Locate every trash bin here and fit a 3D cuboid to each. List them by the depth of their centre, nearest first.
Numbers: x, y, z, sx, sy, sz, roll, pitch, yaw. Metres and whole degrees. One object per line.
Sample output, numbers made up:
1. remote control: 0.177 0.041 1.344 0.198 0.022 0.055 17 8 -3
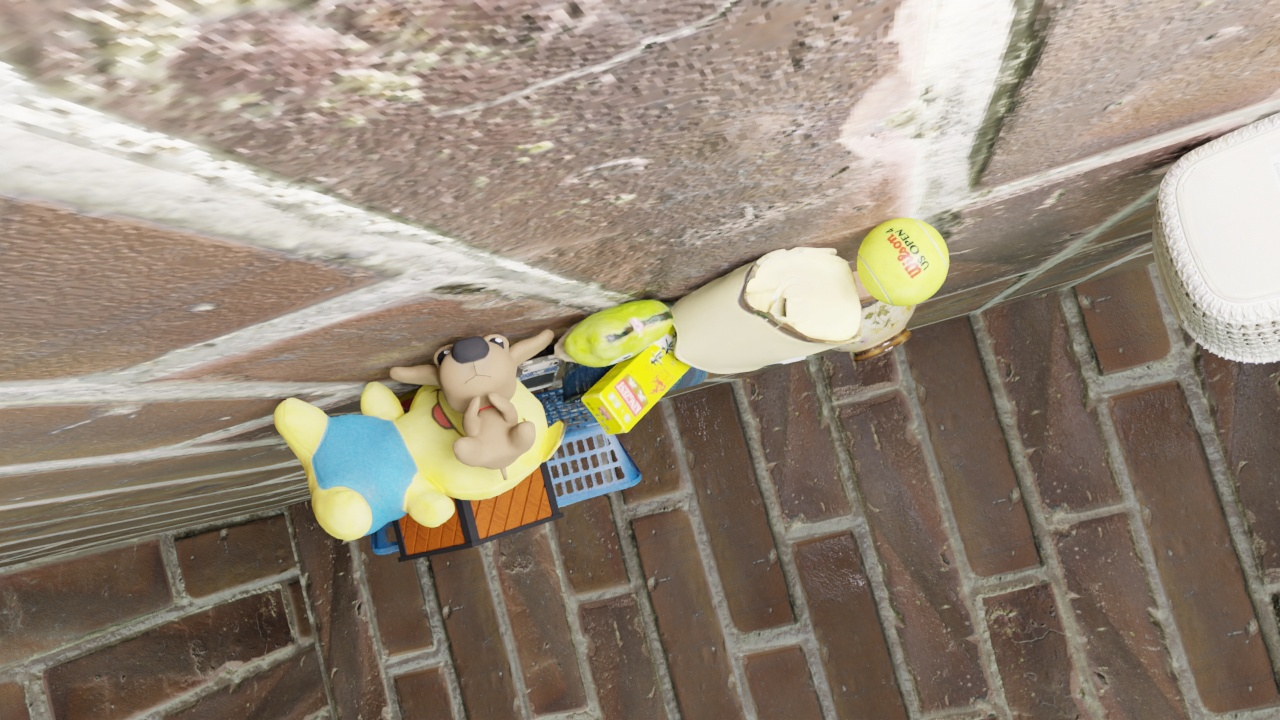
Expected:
1. trash bin: -0.207 0.126 1.075 0.140 0.171 0.139 -19 174 39

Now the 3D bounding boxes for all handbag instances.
1. handbag: 0.097 -0.039 0.726 0.111 0.081 0.120 -3 170 -35

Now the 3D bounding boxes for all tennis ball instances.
1. tennis ball: 0.194 -0.073 0.678 0.065 0.065 0.065 -15 175 -1

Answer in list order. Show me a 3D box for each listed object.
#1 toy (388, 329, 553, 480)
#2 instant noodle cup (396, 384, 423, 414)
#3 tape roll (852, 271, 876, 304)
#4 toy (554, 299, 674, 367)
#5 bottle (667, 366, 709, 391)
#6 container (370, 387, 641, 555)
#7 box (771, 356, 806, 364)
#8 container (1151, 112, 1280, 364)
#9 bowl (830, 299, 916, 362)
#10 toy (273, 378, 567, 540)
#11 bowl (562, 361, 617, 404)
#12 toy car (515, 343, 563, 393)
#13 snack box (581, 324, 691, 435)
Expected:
1. toy: -0.120 0.030 0.705 0.134 0.108 0.106 -14 154 -9
2. instant noodle cup: -0.206 0.065 0.904 0.100 0.100 0.113 -11 -179 -43
3. tape roll: 0.214 -0.071 0.976 0.094 0.027 0.094 -15 175 -1
4. toy: -0.028 -0.018 0.743 0.092 0.043 0.118 -24 -175 -32
5. bottle: -0.006 0.006 0.944 0.156 0.068 0.068 -12 174 -33
6. container: -0.204 0.134 1.288 0.362 0.089 0.257 -14 -162 -11
7. box: 0.111 -0.038 1.007 0.107 0.095 0.102 -8 -176 -21
8. container: 0.511 -0.107 0.674 0.252 0.184 0.143 -20 162 34
9. bowl: 0.270 -0.042 1.070 0.145 0.063 0.145 -29 -177 2
10. toy: -0.182 0.072 0.780 0.213 0.149 0.084 -21 148 -23
11. bowl: -0.023 -0.003 0.843 0.114 0.060 0.114 -16 176 -1
12. toy car: -0.103 0.012 0.885 0.048 0.040 0.113 -15 175 -14
13. snack box: 0.014 0.002 0.769 0.147 0.040 0.029 -44 -163 -34
